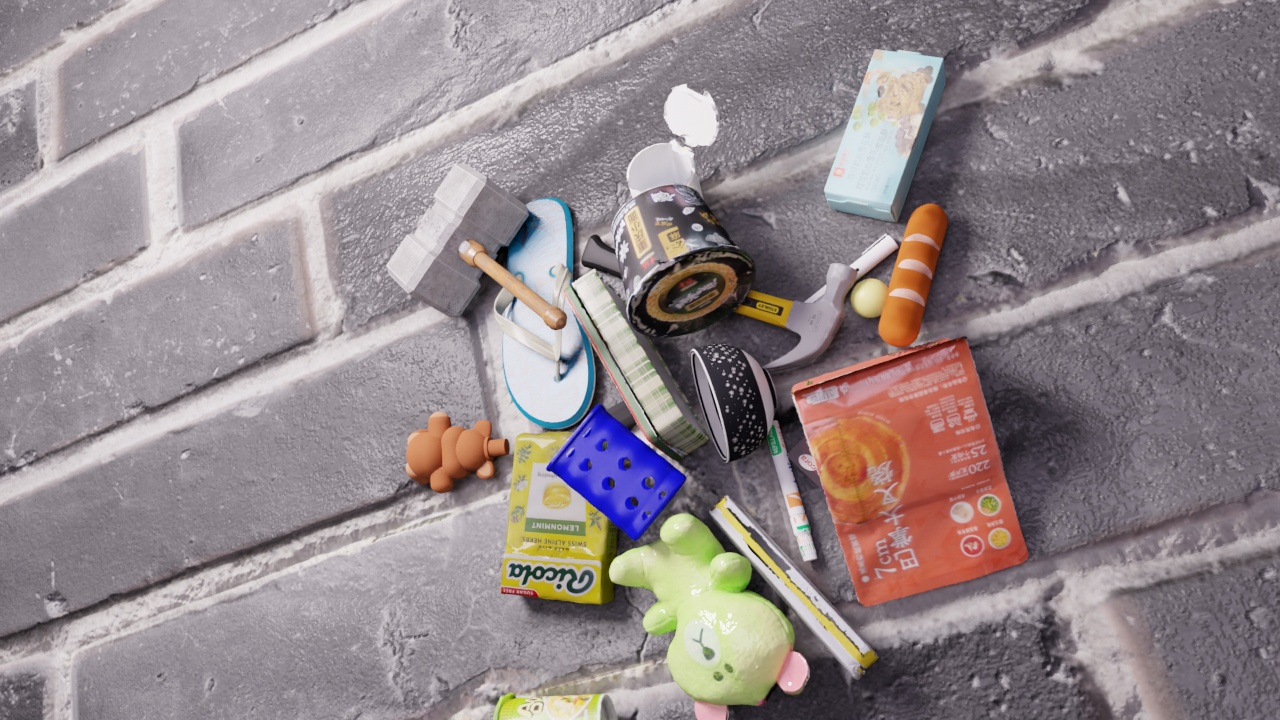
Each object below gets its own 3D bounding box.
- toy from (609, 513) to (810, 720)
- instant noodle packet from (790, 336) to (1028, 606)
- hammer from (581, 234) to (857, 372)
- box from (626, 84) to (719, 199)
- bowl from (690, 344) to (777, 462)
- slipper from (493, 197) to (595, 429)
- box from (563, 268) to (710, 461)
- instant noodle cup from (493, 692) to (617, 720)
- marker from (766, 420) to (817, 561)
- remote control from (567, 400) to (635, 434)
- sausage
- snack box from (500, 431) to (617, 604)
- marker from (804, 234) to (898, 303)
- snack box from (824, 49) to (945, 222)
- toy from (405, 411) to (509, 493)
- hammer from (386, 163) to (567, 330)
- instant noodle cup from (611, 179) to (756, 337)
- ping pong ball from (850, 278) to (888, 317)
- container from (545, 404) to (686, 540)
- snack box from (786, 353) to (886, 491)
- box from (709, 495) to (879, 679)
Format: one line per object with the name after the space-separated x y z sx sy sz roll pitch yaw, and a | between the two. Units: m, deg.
0.069 0.247 0.891 0.150 0.107 0.197 -43 73 27 | toy
0.250 0.105 0.850 0.164 0.084 0.221 -18 88 6 | instant noodle packet
0.067 -0.079 1.007 0.324 0.029 0.127 20 92 30 | hammer
0.039 -0.212 1.000 0.084 0.156 0.126 41 83 22 | box
0.100 0.037 0.930 0.066 0.120 0.120 -16 69 -4 | bowl
-0.122 -0.063 1.073 0.118 0.060 0.294 -13 70 22 | slipper
-0.006 0.006 0.976 0.051 0.117 0.205 -35 68 7 | box
-0.081 0.380 0.922 0.108 0.099 0.098 -12 71 11 | instant noodle cup
0.152 0.131 0.932 0.017 0.017 0.145 -20 69 16 | marker
-0.072 0.091 1.034 0.147 0.015 0.033 -29 67 13 | remote control
0.272 -0.085 0.914 0.039 0.044 0.164 21 67 3 | sausage
-0.085 0.166 0.993 0.121 0.045 0.180 2 82 20 | snack box
0.212 -0.084 0.965 0.134 0.017 0.020 -39 81 8 | marker
0.259 -0.237 0.969 0.075 0.053 0.174 18 82 26 | snack box
-0.213 0.106 1.071 0.128 0.065 0.095 -7 81 12 | toy
-0.160 -0.098 1.018 0.163 0.083 0.318 -55 41 2 | hammer
0.034 -0.107 0.945 0.137 0.137 0.112 -30 58 12 | instant noodle cup
0.235 -0.064 0.938 0.040 0.040 0.040 -6 74 20 | ping pong ball
-0.021 0.113 0.923 0.113 0.085 0.084 39 87 6 | container
0.216 0.064 0.916 0.141 0.031 0.051 -47 64 5 | snack box
0.144 0.217 0.887 0.037 0.064 0.209 -42 65 -1 | box
